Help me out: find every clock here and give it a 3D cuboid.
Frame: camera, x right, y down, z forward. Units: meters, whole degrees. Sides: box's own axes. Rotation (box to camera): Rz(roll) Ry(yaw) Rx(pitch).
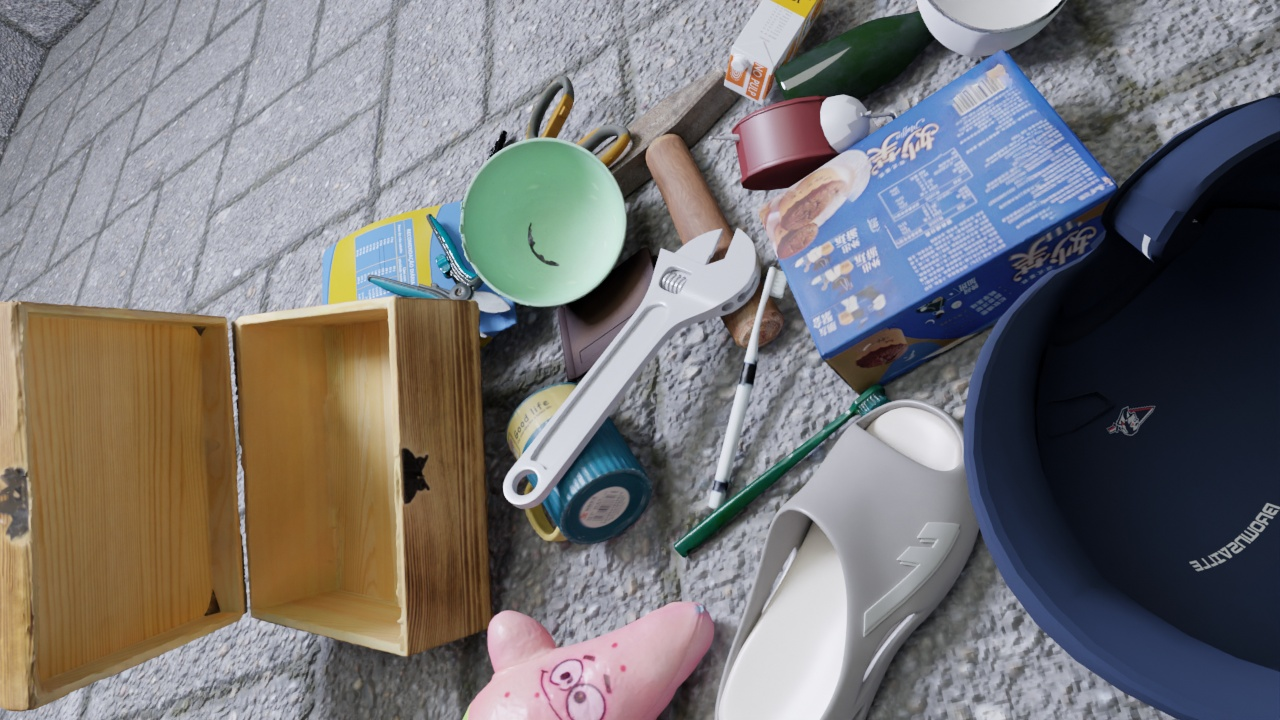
[{"bbox_3d":[0.132,-0.172,0.722,0.138,0.096,0.048,-12,86,22],"label":"clock"}]

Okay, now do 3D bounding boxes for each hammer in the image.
[{"bbox_3d":[0.057,-0.127,0.799,0.158,0.037,0.300,-35,48,17],"label":"hammer"}]

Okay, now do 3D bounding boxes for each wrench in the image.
[{"bbox_3d":[-0.004,0.004,0.695,0.087,0.018,0.272,26,72,35],"label":"wrench"}]

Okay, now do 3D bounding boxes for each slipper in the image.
[{"bbox_3d":[0.116,0.134,0.565,0.113,0.080,0.265,25,82,47],"label":"slipper"}]

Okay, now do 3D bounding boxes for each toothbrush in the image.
[{"bbox_3d":[0.081,0.021,0.683,0.017,0.012,0.186,14,86,7],"label":"toothbrush"},{"bbox_3d":[0.100,0.082,0.654,0.190,0.016,0.017,-41,50,12],"label":"toothbrush"}]

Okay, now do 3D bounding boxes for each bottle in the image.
[{"bbox_3d":[0.199,-0.256,0.753,0.174,0.055,0.055,-26,50,14],"label":"bottle"}]

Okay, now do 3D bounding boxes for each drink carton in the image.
[{"bbox_3d":[0.121,-0.292,0.814,0.040,0.059,0.122,30,75,6],"label":"drink carton"}]

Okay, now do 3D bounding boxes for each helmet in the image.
[{"bbox_3d":[0.269,0.040,0.393,0.271,0.223,0.232,-28,59,-17],"label":"helmet"}]

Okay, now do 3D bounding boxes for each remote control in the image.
[{"bbox_3d":[-0.163,-0.218,1.010,0.030,0.009,0.139,-51,20,26],"label":"remote control"}]

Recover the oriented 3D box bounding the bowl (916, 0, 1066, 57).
[{"bbox_3d":[0.261,-0.282,0.687,0.116,0.065,0.116,-2,79,9],"label":"bowl"}]

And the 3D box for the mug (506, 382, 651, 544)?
[{"bbox_3d":[-0.055,0.094,0.733,0.107,0.083,0.114,50,121,41],"label":"mug"}]

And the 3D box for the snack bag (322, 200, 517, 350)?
[{"bbox_3d":[-0.214,-0.068,0.920,0.206,0.102,0.158,-21,64,24],"label":"snack bag"}]

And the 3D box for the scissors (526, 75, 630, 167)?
[{"bbox_3d":[-0.104,-0.200,0.934,0.226,0.016,0.216,-27,53,27],"label":"scissors"}]

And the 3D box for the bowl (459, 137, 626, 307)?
[{"bbox_3d":[-0.082,-0.121,0.843,0.151,0.077,0.151,0,89,7],"label":"bowl"}]

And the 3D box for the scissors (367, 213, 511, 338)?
[{"bbox_3d":[-0.194,-0.074,0.863,0.124,0.019,0.153,-20,65,1],"label":"scissors"}]

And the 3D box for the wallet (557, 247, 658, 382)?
[{"bbox_3d":[-0.027,-0.042,0.830,0.116,0.018,0.091,-30,50,23],"label":"wallet"}]

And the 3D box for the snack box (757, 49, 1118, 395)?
[{"bbox_3d":[0.202,-0.094,0.641,0.203,0.069,0.154,-32,49,20],"label":"snack box"}]

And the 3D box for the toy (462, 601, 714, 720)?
[{"bbox_3d":[-0.043,0.247,0.618,0.236,0.097,0.192,-43,54,-1],"label":"toy"}]

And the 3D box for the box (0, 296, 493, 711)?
[{"bbox_3d":[-0.330,0.093,0.721,0.285,0.322,0.279,-3,91,39],"label":"box"}]
